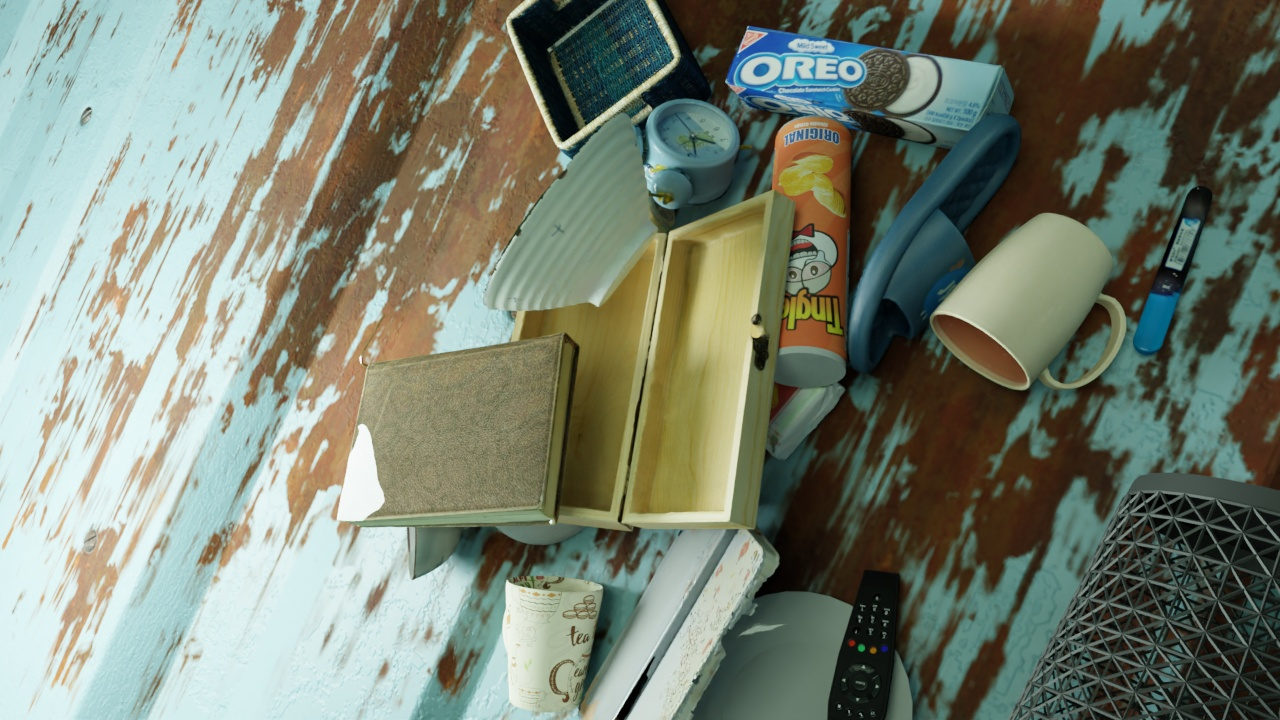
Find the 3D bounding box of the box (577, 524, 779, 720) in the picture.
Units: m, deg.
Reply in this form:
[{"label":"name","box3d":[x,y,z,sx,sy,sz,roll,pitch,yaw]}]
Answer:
[{"label":"box","box3d":[0.028,0.213,0.679,0.216,0.043,0.148,-60,20,3]}]

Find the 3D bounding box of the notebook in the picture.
[{"label":"notebook","box3d":[-0.149,0.041,0.745,0.216,0.034,0.189,-8,66,29]}]

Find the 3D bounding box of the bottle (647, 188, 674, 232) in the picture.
[{"label":"bottle","box3d":[-0.050,-0.120,0.856,0.162,0.056,0.056,-20,67,25]}]

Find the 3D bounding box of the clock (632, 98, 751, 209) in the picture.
[{"label":"clock","box3d":[0.032,-0.176,0.792,0.124,0.052,0.089,-31,69,-26]}]

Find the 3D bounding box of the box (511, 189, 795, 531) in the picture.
[{"label":"box","box3d":[-0.001,0.007,0.727,0.262,0.096,0.247,-6,68,40]}]

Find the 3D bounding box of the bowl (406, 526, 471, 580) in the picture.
[{"label":"bowl","box3d":[-0.187,0.125,0.846,0.056,0.151,0.150,-3,68,-17]}]

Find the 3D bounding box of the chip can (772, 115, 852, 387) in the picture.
[{"label":"chip can","box3d":[0.131,-0.087,0.714,0.062,0.062,0.210,-7,62,29]}]

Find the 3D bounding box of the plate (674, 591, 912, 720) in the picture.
[{"label":"plate","box3d":[0.107,0.251,0.656,0.173,0.019,0.172,-15,47,17]}]

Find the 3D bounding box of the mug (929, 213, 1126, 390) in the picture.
[{"label":"mug","box3d":[0.277,-0.034,0.631,0.111,0.085,0.104,41,87,5]}]

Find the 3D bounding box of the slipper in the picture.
[{"label":"slipper","box3d":[0.216,-0.082,0.663,0.059,0.103,0.213,34,91,30]}]

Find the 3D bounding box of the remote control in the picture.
[{"label":"remote control","box3d":[0.159,0.206,0.641,0.039,0.010,0.124,1,54,30]}]

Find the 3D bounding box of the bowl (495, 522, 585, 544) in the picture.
[{"label":"bowl","box3d":[-0.096,0.094,0.817,0.132,0.064,0.131,-9,72,28]}]

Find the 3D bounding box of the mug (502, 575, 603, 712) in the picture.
[{"label":"mug","box3d":[-0.088,0.235,0.778,0.122,0.081,0.097,-2,82,52]}]

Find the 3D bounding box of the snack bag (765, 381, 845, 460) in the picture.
[{"label":"snack bag","box3d":[0.097,0.016,0.742,0.116,0.036,0.077,44,100,32]}]

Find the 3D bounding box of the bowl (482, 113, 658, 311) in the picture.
[{"label":"bowl","box3d":[-0.036,-0.090,0.684,0.071,0.177,0.177,37,97,0]}]

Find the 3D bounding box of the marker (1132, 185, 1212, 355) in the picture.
[{"label":"marker","box3d":[0.361,-0.061,0.622,0.018,0.015,0.123,20,84,30]}]

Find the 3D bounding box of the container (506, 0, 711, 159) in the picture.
[{"label":"container","box3d":[-0.033,-0.294,0.887,0.145,0.071,0.187,-32,62,19]}]

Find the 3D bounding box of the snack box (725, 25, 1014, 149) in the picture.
[{"label":"snack box","box3d":[0.181,-0.222,0.749,0.226,0.059,0.059,24,93,33]}]

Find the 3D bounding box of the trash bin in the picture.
[{"label":"trash bin","box3d":[0.303,0.203,0.475,0.217,0.217,0.243,19,79,33]}]
